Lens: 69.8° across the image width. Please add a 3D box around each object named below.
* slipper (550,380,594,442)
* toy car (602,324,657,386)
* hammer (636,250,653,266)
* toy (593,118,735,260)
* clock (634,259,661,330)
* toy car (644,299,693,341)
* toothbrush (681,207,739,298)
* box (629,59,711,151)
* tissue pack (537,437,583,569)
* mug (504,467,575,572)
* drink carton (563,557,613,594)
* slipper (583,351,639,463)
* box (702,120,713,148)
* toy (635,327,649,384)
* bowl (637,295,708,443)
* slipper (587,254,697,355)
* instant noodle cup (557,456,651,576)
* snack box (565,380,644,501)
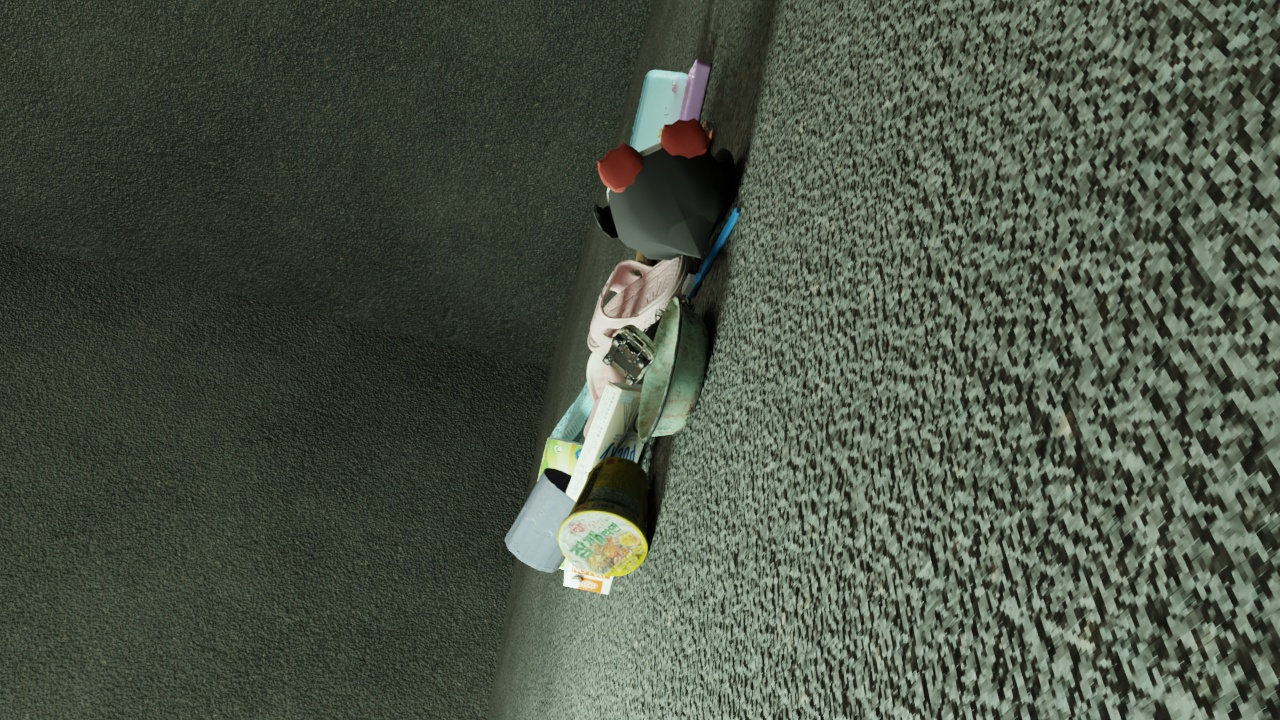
[{"bbox_3d":[-0.071,0.075,1.489,0.277,0.069,0.115,-54,16,34],"label":"slipper"},{"bbox_3d":[-0.009,-0.008,0.999,0.040,0.048,0.113,-46,-4,-21],"label":"toy car"},{"bbox_3d":[0.009,-0.178,1.476,0.304,0.040,0.133,-88,11,-51],"label":"hammer"},{"bbox_3d":[0.033,-0.160,1.024,0.184,0.159,0.140,83,162,-84],"label":"toy"},{"bbox_3d":[-0.002,-0.074,1.305,0.093,0.054,0.141,173,116,-87],"label":"clock"},{"bbox_3d":[0.020,-0.035,1.056,0.092,0.037,0.040,-44,4,-7],"label":"toy car"},{"bbox_3d":[0.074,-0.115,0.994,0.167,0.014,0.016,119,163,-60],"label":"toothbrush"},{"bbox_3d":[0.045,-0.342,1.390,0.140,0.062,0.214,8,84,47],"label":"box"},{"bbox_3d":[-0.110,0.219,1.389,0.141,0.120,0.197,150,127,-81],"label":"tissue pack"},{"bbox_3d":[-0.106,0.200,1.168,0.104,0.084,0.123,-59,-10,7],"label":"mug"},{"bbox_3d":[-0.067,0.254,1.203,0.122,0.058,0.040,-100,24,-70],"label":"drink carton"},{"bbox_3d":[-0.041,0.073,1.220,0.107,0.055,0.221,114,150,-43],"label":"slipper"},{"bbox_3d":[0.047,-0.238,1.239,0.076,0.055,0.188,-36,-27,-49],"label":"box"},{"bbox_3d":[-0.008,0.007,1.270,0.075,0.037,0.126,-90,11,-45],"label":"toy"},{"bbox_3d":[0.036,0.013,0.958,0.157,0.038,0.157,-168,91,-82],"label":"bowl"},{"bbox_3d":[-0.015,-0.081,1.166,0.240,0.064,0.094,-29,39,55],"label":"slipper"},{"bbox_3d":[-0.033,0.169,1.023,0.108,0.102,0.102,-73,2,-54],"label":"instant noodle cup"},{"bbox_3d":[-0.031,0.099,1.099,0.026,0.081,0.150,29,105,37],"label":"snack box"}]
